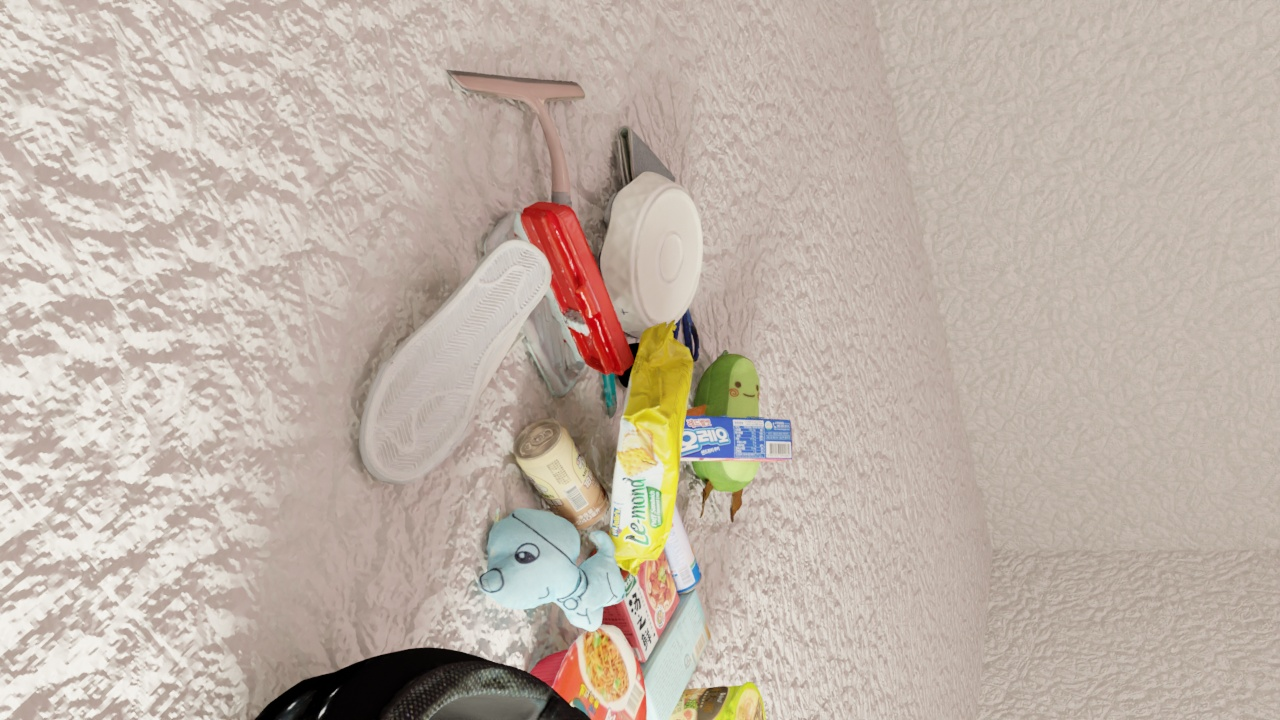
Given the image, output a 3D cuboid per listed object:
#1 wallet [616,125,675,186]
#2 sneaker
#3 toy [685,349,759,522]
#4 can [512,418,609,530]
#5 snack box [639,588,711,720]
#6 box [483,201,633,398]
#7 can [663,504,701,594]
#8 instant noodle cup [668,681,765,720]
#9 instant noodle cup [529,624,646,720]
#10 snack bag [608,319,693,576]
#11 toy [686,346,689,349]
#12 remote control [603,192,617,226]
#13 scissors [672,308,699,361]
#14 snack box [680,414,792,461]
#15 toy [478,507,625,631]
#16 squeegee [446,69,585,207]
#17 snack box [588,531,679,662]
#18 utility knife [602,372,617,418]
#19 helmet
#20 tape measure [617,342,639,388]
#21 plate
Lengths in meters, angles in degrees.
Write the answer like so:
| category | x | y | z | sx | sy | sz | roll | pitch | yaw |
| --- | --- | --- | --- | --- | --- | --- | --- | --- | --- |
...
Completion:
| category | x | y | z | sx | sy | sz | roll | pitch | yaw |
| --- | --- | --- | --- | --- | --- | --- | --- | --- | --- |
| wallet | 0.008 | -0.229 | 1.202 | 0.129 | 0.037 | 0.106 | 36 | 45 | -55 |
| sneaker | -0.168 | 0.000 | 0.803 | 0.089 | 0.091 | 0.241 | 38 | 66 | -15 |
| toy | 0.122 | 0.102 | 1.281 | 0.226 | 0.090 | 0.246 | 15 | 75 | -54 |
| can | -0.080 | 0.119 | 0.943 | 0.116 | 0.059 | 0.058 | 61 | 36 | -34 |
| snack box | 0.026 | 0.353 | 1.095 | 0.174 | 0.052 | 0.074 | -46 | 122 | -56 |
| box | -0.094 | -0.057 | 0.957 | 0.098 | 0.095 | 0.201 | -37 | 122 | -25 |
| can | 0.031 | 0.220 | 1.131 | 0.053 | 0.053 | 0.135 | -52 | 129 | -52 |
| instant noodle cup | 0.072 | 0.437 | 1.088 | 0.111 | 0.124 | 0.111 | 24 | 63 | -59 |
| instant noodle cup | -0.065 | 0.362 | 0.914 | 0.193 | 0.066 | 0.193 | 18 | 69 | -58 |
| snack bag | 0.011 | 0.093 | 0.990 | 0.157 | 0.068 | 0.247 | -79 | 176 | -52 |
| toy | 0.036 | 0.007 | 1.207 | 0.096 | 0.030 | 0.092 | -1 | 87 | -52 |
| remote control | -0.006 | -0.152 | 1.176 | 0.136 | 0.020 | 0.055 | 57 | 39 | -39 |
| scissors | 0.060 | -0.074 | 1.289 | 0.163 | 0.012 | 0.161 | 65 | 34 | -29 |
| snack box | 0.099 | 0.102 | 1.178 | 0.207 | 0.058 | 0.057 | 4 | 80 | -30 |
| toy | -0.087 | 0.200 | 0.898 | 0.156 | 0.050 | 0.161 | 54 | 41 | -2 |
| squeegee | -0.094 | -0.190 | 1.006 | 0.247 | 0.040 | 0.249 | -27 | 109 | -60 |
| snack box | -0.009 | 0.261 | 1.057 | 0.113 | 0.044 | 0.127 | -48 | 125 | -54 |
| utility knife | -0.043 | -0.024 | 1.089 | 0.029 | 0.013 | 0.187 | -9 | 92 | -68 |
| helmet | -0.150 | 0.323 | 0.599 | 0.232 | 0.231 | 0.275 | -9 | 102 | -52 |
| tape measure | -0.007 | 0.007 | 1.123 | 0.057 | 0.039 | 0.057 | -8 | 91 | -66 |
| plate | 0.021 | -0.129 | 1.142 | 0.204 | 0.046 | 0.205 | -21 | 115 | -57 |
